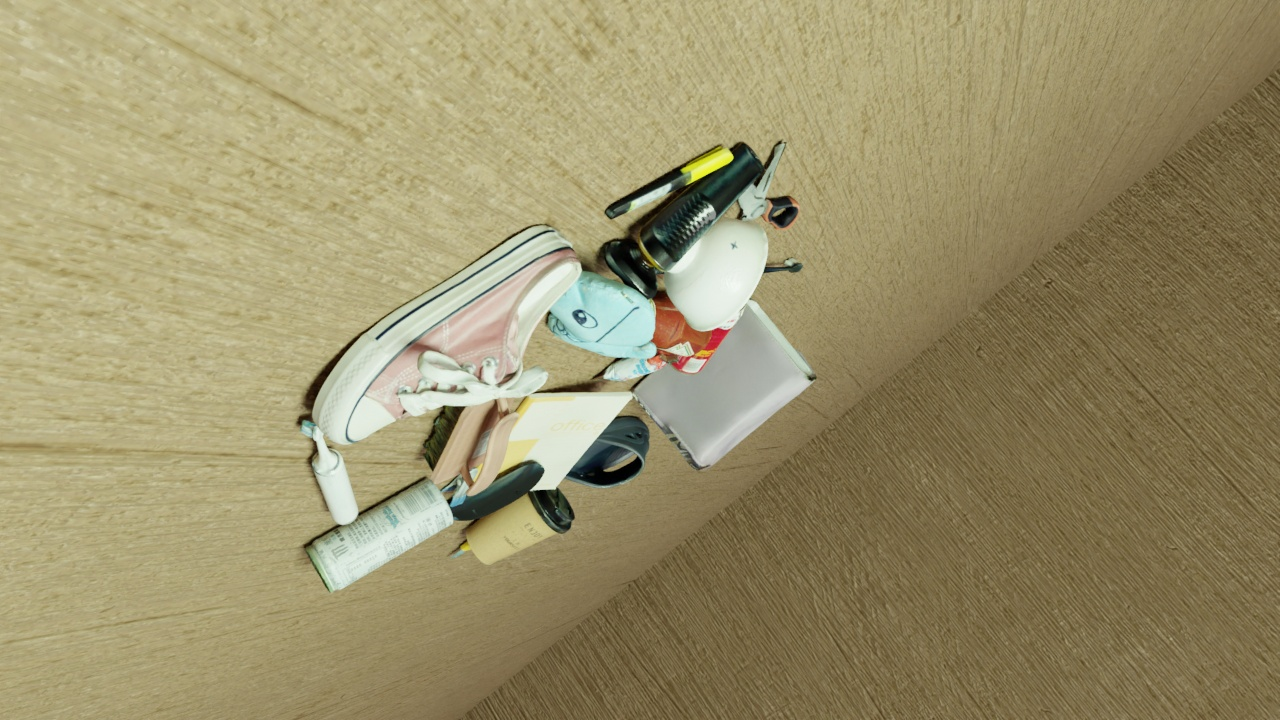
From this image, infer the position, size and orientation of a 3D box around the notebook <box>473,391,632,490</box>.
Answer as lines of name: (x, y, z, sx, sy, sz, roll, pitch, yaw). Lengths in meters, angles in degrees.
notebook: (-0.116, 0.101, 1.097, 0.145, 0.010, 0.207, 1, 142, -40)

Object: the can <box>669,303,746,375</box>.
can: (0.078, -0.039, 1.102, 0.053, 0.053, 0.133, -25, 160, -34)

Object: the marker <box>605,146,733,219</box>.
marker: (0.024, -0.149, 0.771, 0.124, 0.015, 0.018, -29, 161, -15)

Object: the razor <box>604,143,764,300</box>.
razor: (0.042, -0.128, 0.814, 0.167, 0.062, 0.067, -43, -167, 1)

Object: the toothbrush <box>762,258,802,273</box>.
toothbrush: (0.147, -0.112, 1.118, 0.180, 0.018, 0.016, -12, 148, -50)

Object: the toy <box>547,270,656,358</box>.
toy: (-0.035, -0.038, 0.816, 0.161, 0.049, 0.157, 27, 158, -32)

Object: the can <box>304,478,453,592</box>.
can: (-0.275, 0.185, 0.976, 0.146, 0.058, 0.058, -29, 162, -25)

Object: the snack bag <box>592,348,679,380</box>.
snack bag: (-0.006, 0.006, 1.071, 0.106, 0.026, 0.045, -18, 178, 33)

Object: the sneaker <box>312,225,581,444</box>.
sneaker: (-0.137, -0.003, 0.704, 0.241, 0.088, 0.118, -37, 164, -4)

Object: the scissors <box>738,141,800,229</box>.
scissors: (0.120, -0.149, 0.956, 0.224, 0.015, 0.189, -13, 149, -54)

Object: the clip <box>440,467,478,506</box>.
clip: (-0.209, 0.142, 1.072, 0.058, 0.044, 0.027, -50, 159, 22)

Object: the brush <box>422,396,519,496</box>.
brush: (-0.157, 0.070, 0.887, 0.063, 0.073, 0.146, -21, 155, -41)

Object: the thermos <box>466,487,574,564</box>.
thermos: (-0.164, 0.219, 1.253, 0.143, 0.093, 0.093, -33, 164, 12)

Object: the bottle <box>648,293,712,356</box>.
bottle: (0.018, -0.044, 0.963, 0.060, 0.059, 0.206, -41, 160, 14)

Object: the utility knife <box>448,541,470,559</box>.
utility knife: (-0.205, 0.234, 1.325, 0.177, 0.015, 0.033, -36, 158, 1)

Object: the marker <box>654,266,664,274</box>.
marker: (0.024, -0.093, 0.915, 0.123, 0.015, 0.018, -15, 148, -49)

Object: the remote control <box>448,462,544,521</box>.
remote control: (-0.177, 0.166, 1.119, 0.136, 0.024, 0.053, -28, 150, 6)

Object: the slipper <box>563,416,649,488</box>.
slipper: (-0.052, 0.140, 1.272, 0.111, 0.083, 0.267, -40, 162, 14)

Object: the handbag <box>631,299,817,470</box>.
handbag: (0.111, 0.032, 1.201, 0.197, 0.145, 0.098, -41, 160, 16)

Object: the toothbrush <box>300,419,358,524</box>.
toothbrush: (-0.273, 0.100, 0.809, 0.221, 0.026, 0.026, 111, -3, -61)

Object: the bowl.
bowl: (0.056, -0.094, 0.869, 0.064, 0.118, 0.119, 26, 123, -28)
